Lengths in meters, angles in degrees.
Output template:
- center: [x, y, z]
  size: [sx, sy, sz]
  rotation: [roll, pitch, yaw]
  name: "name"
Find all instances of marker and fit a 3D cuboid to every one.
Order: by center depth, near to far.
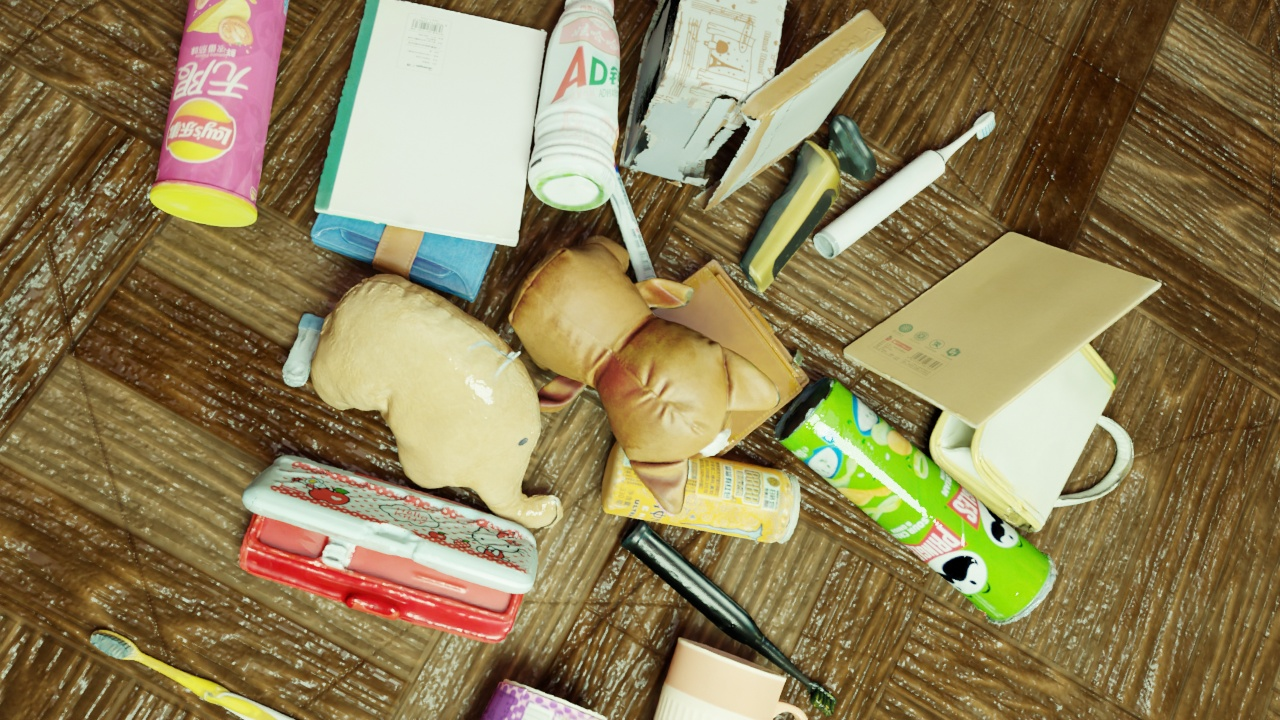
- center: [-0.010, -0.110, 0.745]
  size: [0.017, 0.017, 0.145]
  rotation: [-14, 73, -14]
  name: "marker"

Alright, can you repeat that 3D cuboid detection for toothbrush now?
- center: [-0.291, 0.233, 0.634]
  size: [0.191, 0.018, 0.016]
  rotation: [29, 77, -5]
  name: "toothbrush"
- center: [0.071, 0.202, 0.712]
  size: [0.212, 0.027, 0.026]
  rotation: [42, 115, -2]
  name: "toothbrush"
- center: [0.241, -0.161, 0.815]
  size: [0.220, 0.027, 0.026]
  rotation: [-37, 128, -16]
  name: "toothbrush"

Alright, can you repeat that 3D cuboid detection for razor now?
- center: [0.140, -0.129, 0.775]
  size: [0.067, 0.062, 0.167]
  rotation: [30, 78, 26]
  name: "razor"

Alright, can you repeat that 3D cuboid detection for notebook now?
- center: [-0.158, -0.193, 0.722]
  size: [0.150, 0.012, 0.208]
  rotation: [9, 66, -9]
  name: "notebook"
- center: [0.292, -0.033, 0.755]
  size: [0.207, 0.148, 0.008]
  rotation: [-33, 127, -16]
  name: "notebook"

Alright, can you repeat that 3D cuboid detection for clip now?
- center: [-0.251, -0.009, 0.686]
  size: [0.024, 0.028, 0.056]
  rotation: [22, 66, -9]
  name: "clip"

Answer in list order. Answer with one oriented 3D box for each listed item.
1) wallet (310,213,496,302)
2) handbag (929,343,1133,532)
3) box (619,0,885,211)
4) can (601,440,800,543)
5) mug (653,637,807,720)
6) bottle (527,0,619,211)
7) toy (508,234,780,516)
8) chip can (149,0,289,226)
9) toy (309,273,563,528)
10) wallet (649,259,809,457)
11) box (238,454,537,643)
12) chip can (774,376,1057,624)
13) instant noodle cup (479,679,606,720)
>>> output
- center: [-0.175, -0.113, 0.714]
  size: [0.133, 0.040, 0.106]
  rotation: [20, 72, -6]
  name: "wallet"
- center: [0.345, 0.066, 0.786]
  size: [0.178, 0.063, 0.163]
  rotation: [40, 74, -18]
  name: "handbag"
- center: [0.088, -0.209, 0.711]
  size: [0.168, 0.182, 0.150]
  rotation: [11, 78, -10]
  name: "box"
- center: [0.045, 0.101, 0.709]
  size: [0.146, 0.058, 0.058]
  rotation: [12, 77, -9]
  name: "can"
- center: [0.064, 0.273, 0.669]
  size: [0.114, 0.082, 0.105]
  rotation: [22, 78, -9]
  name: "mug"
- center: [-0.048, -0.220, 0.740]
  size: [0.068, 0.068, 0.196]
  rotation: [7, 69, -11]
  name: "bottle"
- center: [-0.004, 0.004, 0.671]
  size: [0.199, 0.130, 0.140]
  rotation: [40, 101, 24]
  name: "toy"
- center: [-0.308, -0.211, 0.684]
  size: [0.071, 0.071, 0.210]
  rotation: [7, 78, -11]
  name: "chip can"
- center: [-0.133, 0.036, 0.659]
  size: [0.226, 0.144, 0.082]
  rotation: [43, 37, -4]
  name: "toy"
- center: [0.066, -0.007, 0.745]
  size: [0.119, 0.035, 0.130]
  rotation: [-37, 89, -14]
  name: "wallet"
- center: [-0.173, 0.130, 0.637]
  size: [0.201, 0.099, 0.095]
  rotation: [19, 75, -8]
  name: "box"
- center: [0.218, 0.111, 0.738]
  size: [0.236, 0.072, 0.072]
  rotation: [40, 74, -2]
  name: "chip can"
- center: [-0.076, 0.281, 0.631]
  size: [0.111, 0.112, 0.099]
  rotation: [24, 66, -7]
  name: "instant noodle cup"
